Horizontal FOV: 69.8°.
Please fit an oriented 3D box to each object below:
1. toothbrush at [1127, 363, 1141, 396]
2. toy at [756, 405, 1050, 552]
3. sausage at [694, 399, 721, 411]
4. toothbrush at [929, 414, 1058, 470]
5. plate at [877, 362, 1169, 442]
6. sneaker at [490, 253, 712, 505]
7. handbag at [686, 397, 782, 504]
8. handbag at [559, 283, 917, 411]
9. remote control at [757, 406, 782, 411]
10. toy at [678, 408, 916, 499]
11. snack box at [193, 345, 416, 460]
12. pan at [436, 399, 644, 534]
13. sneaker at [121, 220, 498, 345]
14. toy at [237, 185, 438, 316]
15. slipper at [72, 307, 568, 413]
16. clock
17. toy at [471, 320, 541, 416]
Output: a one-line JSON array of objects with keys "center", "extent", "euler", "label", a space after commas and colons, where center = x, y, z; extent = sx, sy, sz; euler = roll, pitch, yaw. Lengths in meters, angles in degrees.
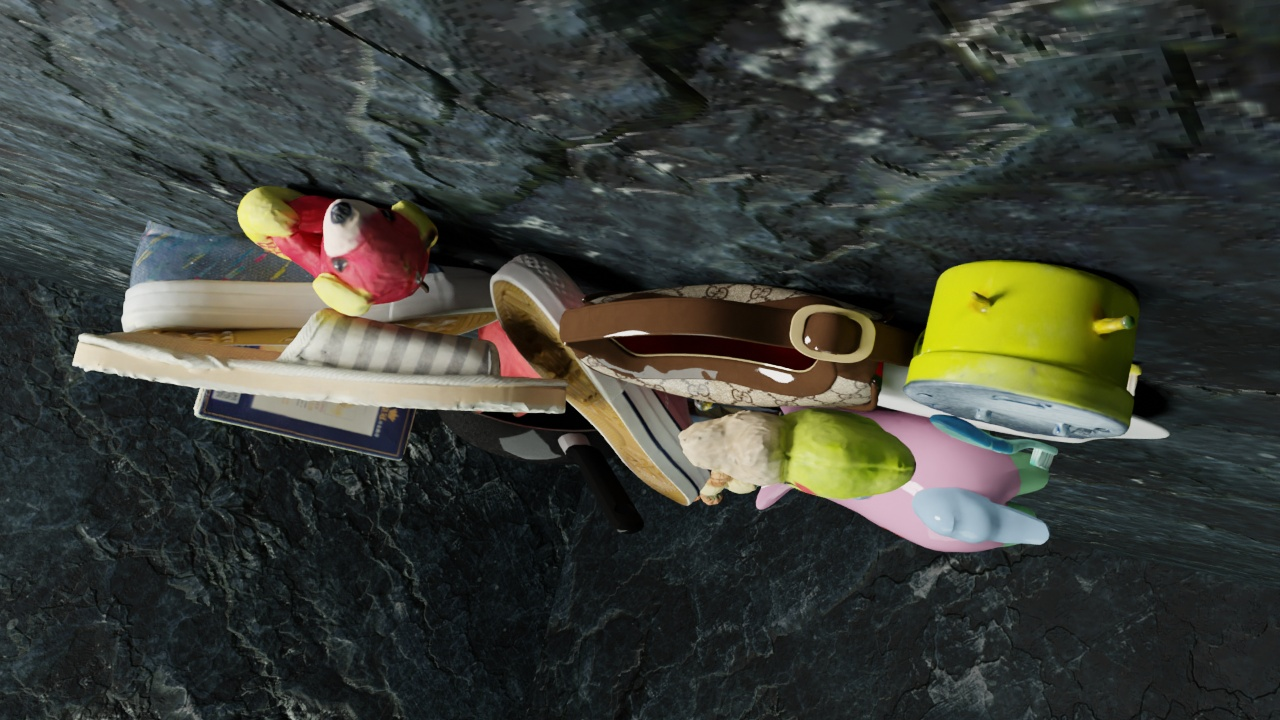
[{"center": [0.205, 0.009, 0.496], "extent": [0.021, 0.016, 0.136], "euler": [12, 174, -28], "label": "toothbrush"}, {"center": [0.186, 0.082, 0.680], "extent": [0.171, 0.120, 0.222], "euler": [0, -164, -13], "label": "toy"}, {"center": [0.061, 0.009, 0.589], "extent": [0.020, 0.020, 0.155], "euler": [12, -167, 17], "label": "sausage"}, {"center": [0.218, 0.050, 0.561], "extent": [0.135, 0.017, 0.022], "euler": [15, -176, -37], "label": "toothbrush"}, {"center": [0.190, 0.026, 0.572], "extent": [0.242, 0.016, 0.242], "euler": [13, 177, 0], "label": "plate"}, {"center": [-0.004, 0.004, 0.599], "extent": [0.118, 0.087, 0.241], "euler": [24, 159, 42], "label": "sneaker"}, {"center": [0.079, 0.090, 0.956], "extent": [0.122, 0.118, 0.192], "euler": [8, 167, -2], "label": "handbag"}, {"center": [0.044, -0.009, 0.442], "extent": [0.167, 0.063, 0.138], "euler": [7, 180, 27], "label": "handbag"}, {"center": [0.136, 0.041, 0.861], "extent": [0.152, 0.020, 0.041], "euler": [15, 174, -12], "label": "remote control"}, {"center": [0.079, 0.047, 0.484], "extent": [0.118, 0.043, 0.092], "euler": [2, -173, 1], "label": "toy"}, {"center": [-0.229, -0.012, 0.668], "extent": [0.145, 0.144, 0.043], "euler": [18, 168, -28], "label": "snack box"}, {"center": [-0.065, 0.064, 0.783], "extent": [0.204, 0.044, 0.355], "euler": [2, -159, -20], "label": "pan"}, {"center": [-0.207, -0.053, 0.604], "extent": [0.235, 0.079, 0.088], "euler": [-2, 170, -19], "label": "sneaker"}, {"center": [-0.161, -0.060, 0.508], "extent": [0.105, 0.067, 0.137], "euler": [24, 175, -43], "label": "toy"}, {"center": [-0.177, 0.000, 0.530], "extent": [0.272, 0.054, 0.114], "euler": [5, 173, -4], "label": "slipper"}, {"center": [0.153, 0.001, 0.373], "extent": [0.083, 0.057, 0.119], "euler": [11, 172, 16], "label": "clock"}, {"center": [-0.075, 0.005, 0.701], "extent": [0.088, 0.094, 0.133], "euler": [21, 170, -33], "label": "toy"}]
